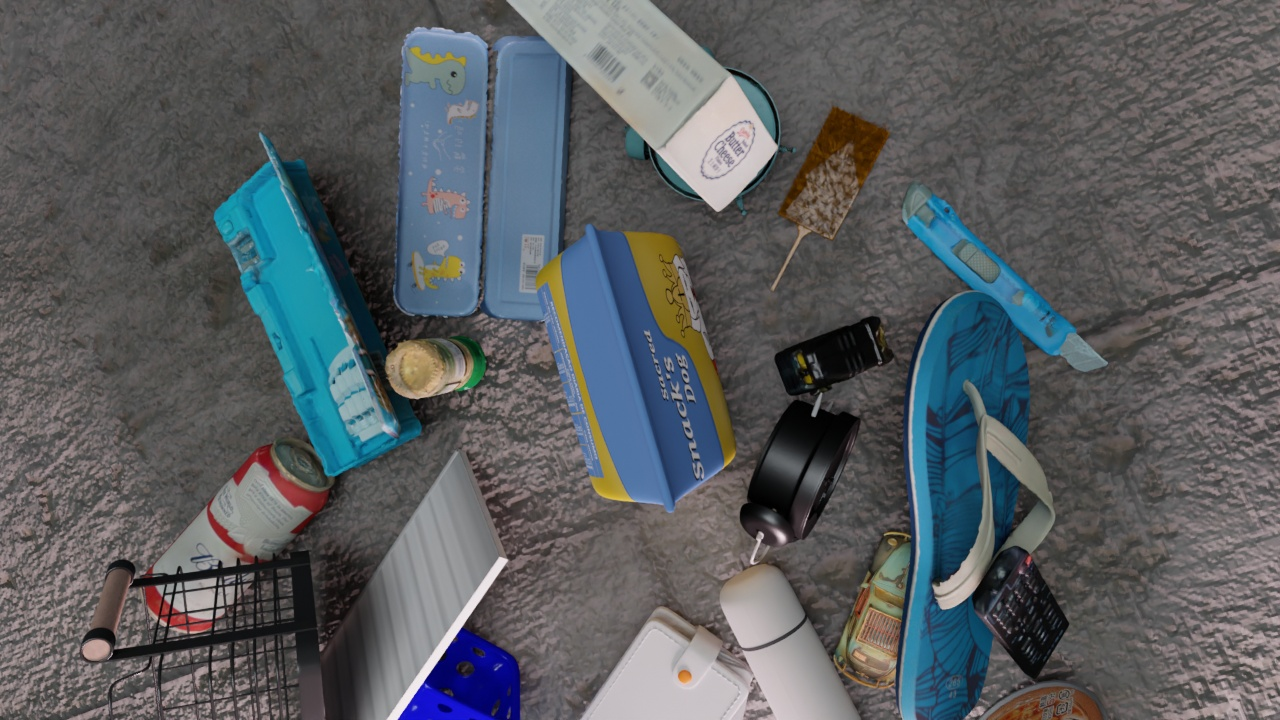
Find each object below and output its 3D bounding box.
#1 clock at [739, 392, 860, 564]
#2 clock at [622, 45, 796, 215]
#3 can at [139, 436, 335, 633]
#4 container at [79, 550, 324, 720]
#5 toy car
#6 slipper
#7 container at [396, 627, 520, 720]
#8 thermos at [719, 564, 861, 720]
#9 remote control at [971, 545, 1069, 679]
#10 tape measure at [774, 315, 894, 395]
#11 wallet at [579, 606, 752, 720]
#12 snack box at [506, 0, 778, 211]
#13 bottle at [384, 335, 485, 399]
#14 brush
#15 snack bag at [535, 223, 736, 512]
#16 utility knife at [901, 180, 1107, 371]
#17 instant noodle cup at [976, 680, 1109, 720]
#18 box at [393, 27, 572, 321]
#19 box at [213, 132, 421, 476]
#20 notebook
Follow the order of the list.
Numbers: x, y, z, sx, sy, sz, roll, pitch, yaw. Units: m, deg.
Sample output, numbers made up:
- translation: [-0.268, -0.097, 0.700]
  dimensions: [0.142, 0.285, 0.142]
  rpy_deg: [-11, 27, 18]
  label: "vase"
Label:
- translation: [0.102, 0.081, 0.611]
  dimensions: [0.042, 0.091, 0.120]
  rpy_deg: [25, 92, 20]
  label: "clock"
- translation: [0.040, -0.160, 0.628]
  dimensions: [0.124, 0.053, 0.090]
  rpy_deg: [40, 99, 7]
  label: "clock"
- translation: [-0.313, 0.136, 0.713]
  dimensions: [0.067, 0.067, 0.170]
  rpy_deg: [46, 100, 6]
  label: "can"
- translation: [-0.287, 0.262, 0.630]
  dimensions: [0.130, 0.163, 0.241]
  rpy_deg: [-4, 105, -21]
  label: "container"
- translation: [0.168, 0.175, 0.624]
  dimensions: [0.047, 0.047, 0.112]
  rpy_deg: [21, 97, 13]
  label: "toy car"
- translation: [0.217, 0.104, 0.578]
  dimensions: [0.060, 0.118, 0.295]
  rpy_deg: [14, 105, 50]
  label: "slipper"
- translation: [-0.155, 0.266, 0.671]
  dimensions: [0.085, 0.084, 0.114]
  rpy_deg: [34, 102, -17]
  label: "container"
- translation: [0.124, 0.248, 0.635]
  dimensions: [0.052, 0.052, 0.224]
  rpy_deg: [-28, 87, 12]
  label: "thermos"
- translation: [0.234, 0.157, 0.568]
  dimensions: [0.022, 0.150, 0.047]
  rpy_deg: [29, 79, 43]
  label: "remote control"
- translation: [0.123, 0.002, 0.614]
  dimensions: [0.067, 0.063, 0.038]
  rpy_deg: [-21, 89, -26]
  label: "tape measure"
- translation: [0.031, 0.254, 0.664]
  dimensions: [0.115, 0.037, 0.118]
  rpy_deg: [34, 103, 8]
  label: "wallet"
- translation: [-0.012, -0.191, 0.563]
  dimensions: [0.057, 0.104, 0.208]
  rpy_deg: [-45, 66, 11]
  label: "snack box"
- translation: [-0.142, 0.004, 0.645]
  dimensions: [0.043, 0.111, 0.043]
  rpy_deg: [0, 92, 6]
  label: "bottle"
- translation: [0.122, -0.109, 0.631]
  dimensions: [0.048, 0.017, 0.126]
  rpy_deg: [28, 99, 9]
  label: "brush"
- translation: [-0.003, 0.003, 0.565]
  dimensions: [0.102, 0.205, 0.159]
  rpy_deg: [-16, 90, 1]
  label: "snack bag"
- translation: [0.240, -0.053, 0.613]
  dimensions: [0.174, 0.015, 0.031]
  rpy_deg: [43, 105, 5]
  label: "utility knife"
- translation: [0.280, 0.293, 0.579]
  dimensions: [0.122, 0.123, 0.124]
  rpy_deg: [45, 101, -3]
  label: "instant noodle cup"
- translation: [-0.115, -0.134, 0.675]
  dimensions: [0.127, 0.034, 0.209]
  rpy_deg: [3, 94, 1]
  label: "box"
- translation: [-0.225, -0.041, 0.658]
  dimensions: [0.182, 0.071, 0.227]
  rpy_deg: [-29, 85, 54]
  label: "box"
- translation: [-0.171, 0.182, 0.662]
  dimensions: [0.009, 0.142, 0.210]
  rpy_deg: [29, 101, -31]
  label: "notebook"
